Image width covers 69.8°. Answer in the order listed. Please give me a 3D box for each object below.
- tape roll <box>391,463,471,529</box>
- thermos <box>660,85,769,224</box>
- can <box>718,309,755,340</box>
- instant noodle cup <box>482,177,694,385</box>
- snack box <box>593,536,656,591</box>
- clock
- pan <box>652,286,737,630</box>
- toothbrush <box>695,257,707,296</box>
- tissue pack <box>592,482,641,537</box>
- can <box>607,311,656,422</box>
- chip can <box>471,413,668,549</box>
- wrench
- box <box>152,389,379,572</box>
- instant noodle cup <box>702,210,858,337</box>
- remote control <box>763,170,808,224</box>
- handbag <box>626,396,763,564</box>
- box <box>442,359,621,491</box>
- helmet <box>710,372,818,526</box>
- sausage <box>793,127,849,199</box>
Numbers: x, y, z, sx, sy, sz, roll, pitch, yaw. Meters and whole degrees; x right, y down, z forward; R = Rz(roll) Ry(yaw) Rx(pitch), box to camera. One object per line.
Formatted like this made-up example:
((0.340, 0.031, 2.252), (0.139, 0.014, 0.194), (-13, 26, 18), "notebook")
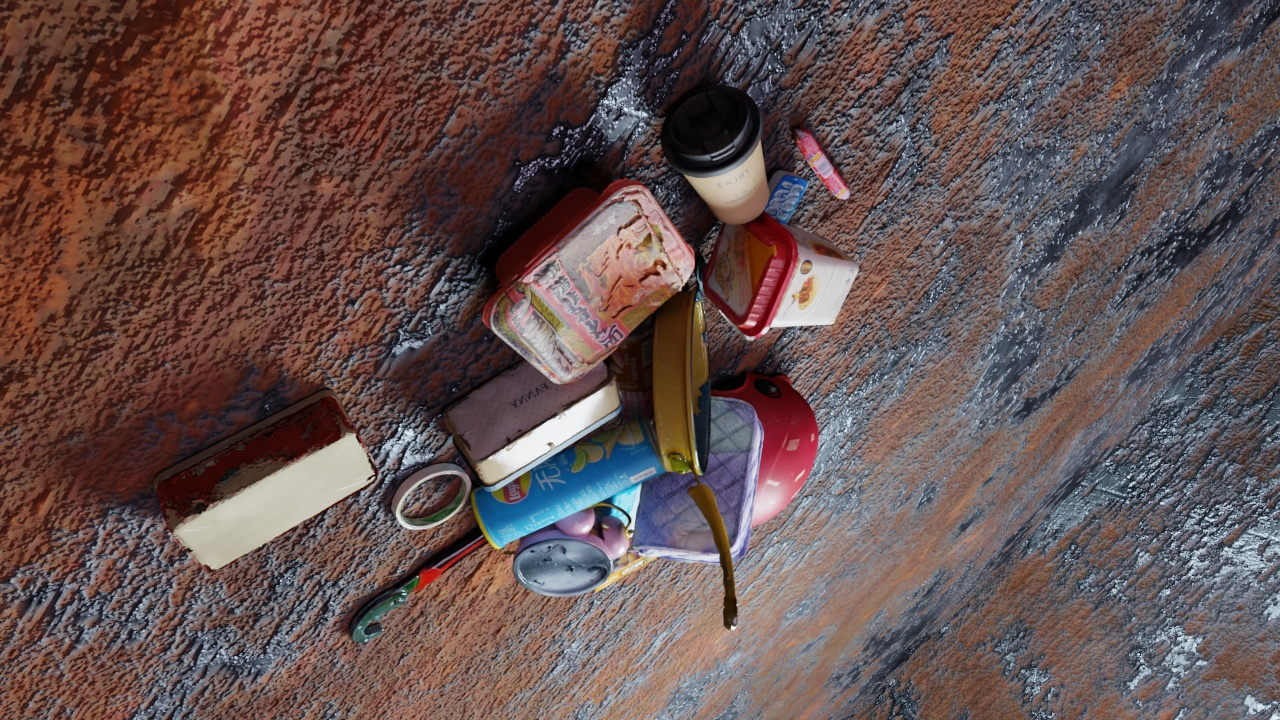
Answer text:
((-0.223, 0.146, 0.980), (0.085, 0.014, 0.086), (-25, 141, -23), "tape roll")
((0.078, -0.187, 0.860), (0.093, 0.093, 0.143), (-42, 152, -1), "thermos")
((0.149, -0.081, 1.057), (0.116, 0.058, 0.058), (-43, 144, 1), "can")
((-0.052, -0.080, 0.851), (0.189, 0.079, 0.164), (-41, 145, 0), "instant noodle cup")
((-0.015, 0.238, 1.218), (0.153, 0.075, 0.026), (-25, 142, -22), "snack box")
((-0.079, 0.214, 1.082), (0.117, 0.059, 0.159), (35, 123, -30), "clock")
((0.061, 0.092, 0.932), (0.078, 0.356, 0.198), (-2, 152, 10), "pan")
((0.071, -0.041, 1.060), (0.016, 0.018, 0.192), (-26, 140, -21), "toothbrush")
((-0.024, 0.170, 1.150), (0.089, 0.063, 0.140), (-17, 138, -33), "tissue pack")
((-0.006, 0.006, 1.001), (0.057, 0.058, 0.147), (-28, 142, -19), "can")
((-0.076, 0.132, 1.008), (0.210, 0.071, 0.071), (-25, 144, 3), "chip can")
((-0.225, 0.237, 1.071), (0.273, 0.016, 0.056), (-37, 148, -7), "wrench")
((-0.319, 0.108, 0.797), (0.168, 0.076, 0.091), (-30, 143, -18), "box")
((0.149, -0.090, 0.960), (0.124, 0.116, 0.117), (2, 121, -31), "instant noodle cup")
((0.135, -0.149, 1.002), (0.049, 0.024, 0.125), (3, 124, -45), "remote control")
((0.067, 0.140, 1.068), (0.075, 0.134, 0.193), (58, 40, -59), "handbag")
((-0.113, 0.054, 0.926), (0.184, 0.090, 0.060), (-31, 144, -12), "box")
((0.155, 0.130, 1.214), (0.239, 0.144, 0.207), (-17, 136, -32), "helmet")
((0.198, -0.212, 1.001), (0.020, 0.020, 0.155), (-48, 144, 8), "sausage")
